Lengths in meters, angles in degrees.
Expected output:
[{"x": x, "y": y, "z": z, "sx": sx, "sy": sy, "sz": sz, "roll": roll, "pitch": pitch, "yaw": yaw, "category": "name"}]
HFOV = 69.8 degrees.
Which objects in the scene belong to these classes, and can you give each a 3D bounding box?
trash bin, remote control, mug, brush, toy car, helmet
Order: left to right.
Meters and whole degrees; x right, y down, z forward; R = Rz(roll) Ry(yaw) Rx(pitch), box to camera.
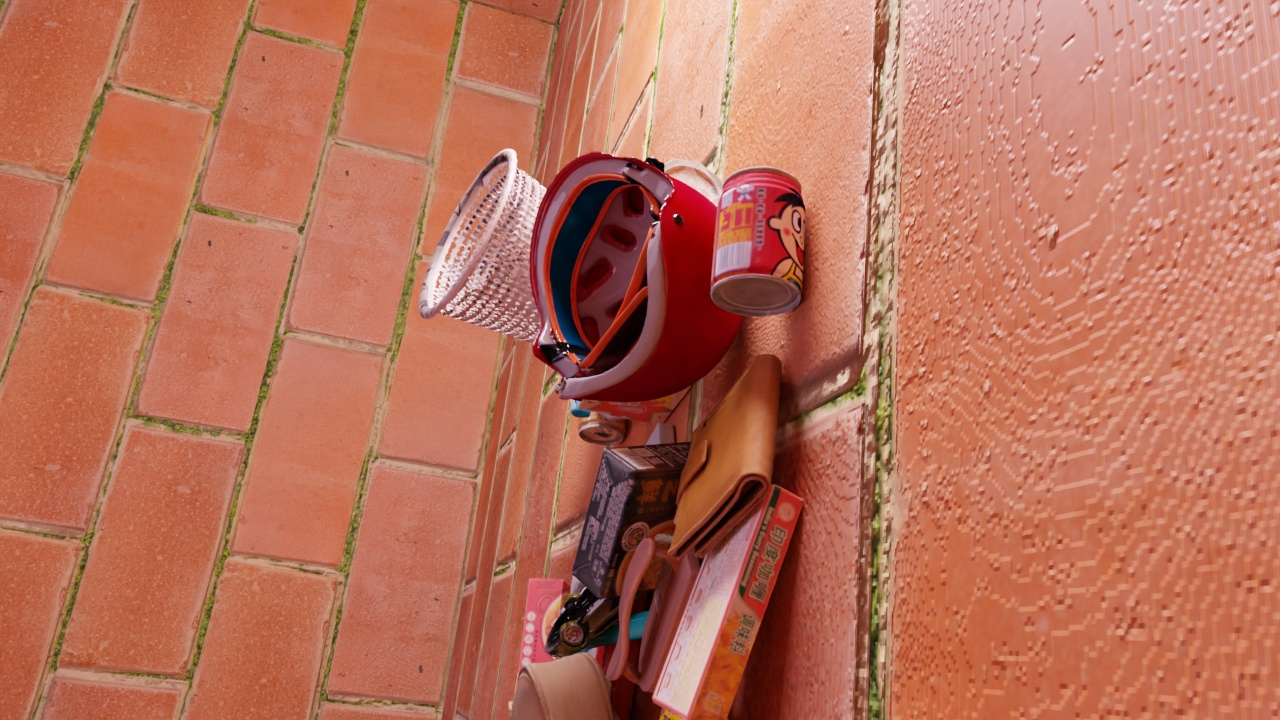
[{"x": -0.137, "y": -0.114, "z": 1.132, "sx": 0.228, "sy": 0.192, "sz": 0.227, "roll": -44, "pitch": 31, "yaw": 35, "category": "trash bin"}, {"x": -0.030, "y": 0.215, "z": 0.847, "sx": 0.158, "sy": 0.042, "sz": 0.070, "roll": -46, "pitch": 8, "yaw": 9, "category": "toy car"}, {"x": 0.002, "y": 0.128, "z": 0.944, "sx": 0.150, "sy": 0.021, "sz": 0.058, "roll": 116, "pitch": 160, "yaw": -45, "category": "remote control"}, {"x": 0.003, "y": -0.069, "z": 0.802, "sx": 0.207, "sy": 0.143, "sz": 0.240, "roll": -62, "pitch": 35, "yaw": 25, "category": "helmet"}, {"x": 0.017, "y": 0.200, "z": 0.717, "sx": 0.063, "sy": 0.073, "sz": 0.146, "roll": -105, "pitch": 27, "yaw": -60, "category": "brush"}, {"x": 0.039, "y": -0.120, "z": 0.907, "sx": 0.124, "sy": 0.083, "sz": 0.104, "roll": 66, "pitch": 152, "yaw": 19, "category": "mug"}]

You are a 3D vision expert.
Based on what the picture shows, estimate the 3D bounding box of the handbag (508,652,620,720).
[{"x": -0.054, "y": 0.362, "z": 0.793, "sx": 0.148, "sy": 0.099, "sz": 0.204, "roll": 135, "pitch": 128, "yaw": -60, "category": "handbag"}]

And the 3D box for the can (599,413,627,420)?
[{"x": -0.020, "y": 0.006, "z": 1.031, "sx": 0.053, "sy": 0.053, "sz": 0.135, "roll": -93, "pitch": 9, "yaw": -46, "category": "can"}]

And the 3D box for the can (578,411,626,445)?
[{"x": -0.042, "y": 0.028, "z": 1.131, "sx": 0.058, "sy": 0.058, "sz": 0.145, "roll": 124, "pitch": 154, "yaw": -58, "category": "can"}]

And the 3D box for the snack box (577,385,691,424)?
[{"x": -0.005, "y": 0.005, "z": 0.923, "sx": 0.095, "sy": 0.092, "sz": 0.076, "roll": 123, "pitch": 155, "yaw": -56, "category": "snack box"}]

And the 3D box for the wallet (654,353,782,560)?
[{"x": 0.059, "y": 0.073, "z": 0.653, "sx": 0.119, "sy": 0.035, "sz": 0.130, "roll": -49, "pitch": 15, "yaw": 35, "category": "wallet"}]

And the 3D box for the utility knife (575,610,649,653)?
[{"x": -0.012, "y": 0.244, "z": 0.828, "sx": 0.179, "sy": 0.013, "sz": 0.029, "roll": -31, "pitch": 36, "yaw": 48, "category": "utility knife"}]

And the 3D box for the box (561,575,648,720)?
[{"x": -0.042, "y": 0.295, "z": 0.931, "sx": 0.161, "sy": 0.050, "sz": 0.201, "roll": 163, "pitch": 117, "yaw": -66, "category": "box"}]

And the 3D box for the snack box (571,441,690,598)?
[{"x": 0.013, "y": 0.125, "z": 0.748, "sx": 0.053, "sy": 0.125, "sz": 0.113, "roll": 32, "pitch": 113, "yaw": 45, "category": "snack box"}]

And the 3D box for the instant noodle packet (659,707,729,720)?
[{"x": 0.040, "y": 0.283, "z": 0.614, "sx": 0.128, "sy": 0.044, "sz": 0.110, "roll": -172, "pitch": 96, "yaw": -74, "category": "instant noodle packet"}]

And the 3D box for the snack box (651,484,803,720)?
[{"x": 0.056, "y": 0.159, "z": 0.607, "sx": 0.155, "sy": 0.027, "sz": 0.077, "roll": -67, "pitch": 10, "yaw": -16, "category": "snack box"}]

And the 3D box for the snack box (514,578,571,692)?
[{"x": -0.098, "y": 0.324, "z": 1.046, "sx": 0.113, "sy": 0.044, "sz": 0.127, "roll": 63, "pitch": -152, "yaw": -62, "category": "snack box"}]

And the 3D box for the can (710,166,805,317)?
[{"x": 0.087, "y": -0.088, "z": 0.676, "sx": 0.067, "sy": 0.066, "sz": 0.093, "roll": 131, "pitch": 148, "yaw": -64, "category": "can"}]

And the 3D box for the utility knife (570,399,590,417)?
[{"x": -0.054, "y": -0.027, "z": 1.035, "sx": 0.034, "sy": 0.018, "sz": 0.207, "roll": 65, "pitch": -152, "yaw": -55, "category": "utility knife"}]
